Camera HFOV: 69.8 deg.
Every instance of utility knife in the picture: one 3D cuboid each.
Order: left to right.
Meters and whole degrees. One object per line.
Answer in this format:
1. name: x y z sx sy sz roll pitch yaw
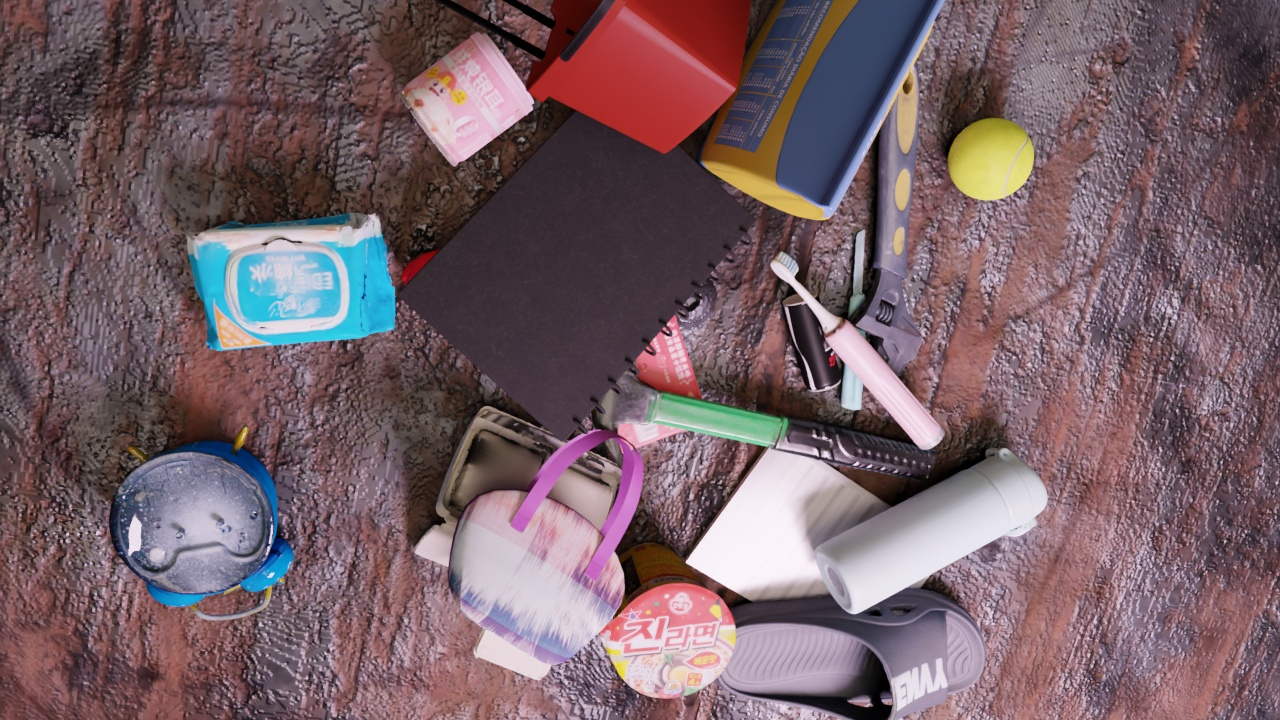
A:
1. utility knife: 0.187 -0.033 0.789 0.022 0.015 0.158 -7 106 -31

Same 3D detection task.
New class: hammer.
1. hammer: 0.112 0.061 0.775 0.318 0.032 0.130 12 97 -18

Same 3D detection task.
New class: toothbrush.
1. toothbrush: 0.179 -0.007 0.759 0.222 0.027 0.026 46 66 -19

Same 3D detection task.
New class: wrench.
1. wrench: 0.211 -0.112 0.765 0.073 0.022 0.273 -4 103 -24

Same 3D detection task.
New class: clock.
1. clock: -0.339 0.135 0.718 0.116 0.060 0.161 -8 106 -9

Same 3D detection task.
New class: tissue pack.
1. tissue pack: -0.258 -0.060 0.682 0.144 0.061 0.093 -6 104 -8

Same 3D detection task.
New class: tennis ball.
1. tennis ball: 0.285 -0.163 0.747 0.065 0.065 0.065 -2 104 -9

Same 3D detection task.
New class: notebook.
1. notebook: -0.038 -0.075 0.691 0.169 0.019 0.231 42 77 -6
2. notebook: 0.165 0.176 0.839 0.209 0.009 0.143 33 97 -15

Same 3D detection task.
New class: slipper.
1. slipper: 0.194 0.269 0.821 0.268 0.083 0.111 2 102 -8

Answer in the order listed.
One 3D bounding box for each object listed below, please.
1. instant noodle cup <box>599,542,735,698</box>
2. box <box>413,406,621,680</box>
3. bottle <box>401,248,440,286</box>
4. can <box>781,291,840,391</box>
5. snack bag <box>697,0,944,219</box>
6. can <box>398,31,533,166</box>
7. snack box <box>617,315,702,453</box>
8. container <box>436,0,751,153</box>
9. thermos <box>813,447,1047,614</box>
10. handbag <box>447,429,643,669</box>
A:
1. instant noodle cup: 0.018 0.207 0.768 0.100 0.112 0.100 -2 103 -9
2. box: -0.108 0.144 0.756 0.145 0.101 0.186 28 77 -13
3. bottle: -0.117 -0.086 0.710 0.141 0.042 0.042 -29 106 -2
4. can: 0.145 -0.016 0.777 0.031 0.031 0.080 -20 106 -5
5. snack bag: 0.133 -0.183 0.643 0.102 0.205 0.159 25 98 -15
6. can: -0.126 -0.191 0.669 0.076 0.067 0.067 -36 107 1
7. snack box: -0.005 0.004 0.762 0.089 0.021 0.133 -20 106 -5
8. container: -0.033 -0.248 0.624 0.200 0.127 0.147 27 54 -24
9. thermos: 0.258 0.149 0.808 0.206 0.065 0.078 -24 86 -11
10. handbag: -0.058 0.130 0.688 0.144 0.068 0.169 36 77 -12
